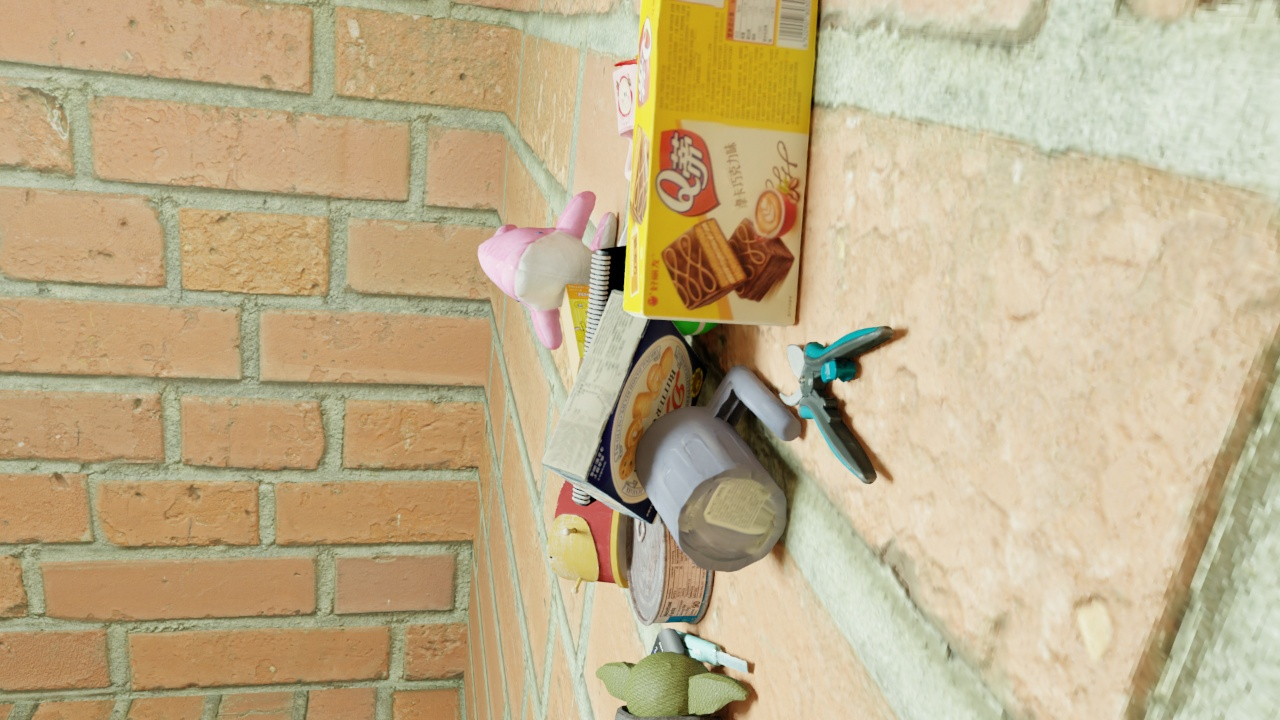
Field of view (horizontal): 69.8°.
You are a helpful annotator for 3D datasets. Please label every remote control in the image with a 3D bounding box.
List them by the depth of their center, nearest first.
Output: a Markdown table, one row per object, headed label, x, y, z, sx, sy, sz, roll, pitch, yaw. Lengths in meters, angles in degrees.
| label | x | y | z | sx | sy | sz | roll | pitch | yaw |
| --- | --- | --- | --- | --- | --- | --- | --- | --- | --- |
| remote control | 0.019 | 0.284 | 0.832 | 0.147 | 0.015 | 0.033 | 101 | 152 | -52 |

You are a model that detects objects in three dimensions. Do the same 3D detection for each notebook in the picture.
| label | x | y | z | sx | sy | sz | roll | pitch | yaw |
| --- | --- | --- | --- | --- | --- | --- | --- | --- | --- |
| notebook | -0.005 | 0.005 | 0.773 | 0.148 | 0.016 | 0.207 | -21 | -60 | -59 |

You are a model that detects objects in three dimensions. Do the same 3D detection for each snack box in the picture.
| label | x | y | z | sx | sy | sz | roll | pitch | yaw |
| --- | --- | --- | --- | --- | --- | --- | --- | --- | --- |
| snack box | 0.051 | -0.141 | 0.619 | 0.062 | 0.110 | 0.230 | -158 | 70 | -76 |
| snack box | -0.006 | 0.041 | 0.720 | 0.145 | 0.043 | 0.144 | 46 | -119 | -59 |
| snack box | -0.031 | -0.025 | 0.963 | 0.125 | 0.088 | 0.040 | -105 | 22 | -49 |

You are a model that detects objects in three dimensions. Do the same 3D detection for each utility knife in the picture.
| label | x | y | z | sx | sy | sz | roll | pitch | yaw |
| --- | --- | --- | --- | --- | --- | --- | --- | --- | --- |
| utility knife | 0.056 | 0.236 | 0.742 | 0.166 | 0.015 | 0.022 | 150 | 107 | -70 |

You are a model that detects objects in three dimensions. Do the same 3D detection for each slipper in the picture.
| label | x | y | z | sx | sy | sz | roll | pitch | yaw |
| --- | --- | --- | --- | --- | --- | --- | --- | --- | --- |
| slipper | 0.007 | -0.292 | 0.927 | 0.107 | 0.055 | 0.222 | -145 | 59 | -71 |

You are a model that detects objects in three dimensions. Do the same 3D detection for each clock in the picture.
| label | x | y | z | sx | sy | sz | roll | pitch | yaw |
| --- | --- | --- | --- | --- | --- | --- | --- | --- | --- |
| clock | -0.042 | 0.155 | 0.926 | 0.158 | 0.081 | 0.117 | -60 | -31 | -59 |

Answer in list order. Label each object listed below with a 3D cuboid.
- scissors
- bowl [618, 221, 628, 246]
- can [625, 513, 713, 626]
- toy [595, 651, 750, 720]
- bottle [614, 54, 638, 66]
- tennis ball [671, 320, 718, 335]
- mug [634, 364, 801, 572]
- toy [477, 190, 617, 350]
| label | x | y | z | sx | sy | sz | roll | pitch | yaw |
| --- | --- | --- | --- | --- | --- | --- | --- | --- | --- |
| scissors | 0.113 | 0.022 | 0.540 | 0.155 | 0.019 | 0.124 | 116 | 155 | -61 |
| bowl | 0.005 | -0.071 | 0.871 | 0.149 | 0.043 | 0.149 | 16 | -91 | -81 |
| can | 0.023 | 0.167 | 0.812 | 0.130 | 0.044 | 0.130 | -179 | 91 | -76 |
| toy | 0.024 | 0.308 | 0.718 | 0.180 | 0.078 | 0.152 | -15 | 67 | 50 |
| bottle | 0.041 | -0.219 | 0.703 | 0.111 | 0.099 | 0.099 | -140 | 53 | -68 |
| tennis ball | 0.040 | -0.053 | 0.740 | 0.065 | 0.065 | 0.065 | -179 | 91 | -76 |
| mug | 0.059 | 0.073 | 0.648 | 0.124 | 0.083 | 0.104 | -57 | 22 | 9 |
| toy | -0.113 | -0.116 | 1.070 | 0.265 | 0.128 | 0.187 | -10 | -60 | -71 |
